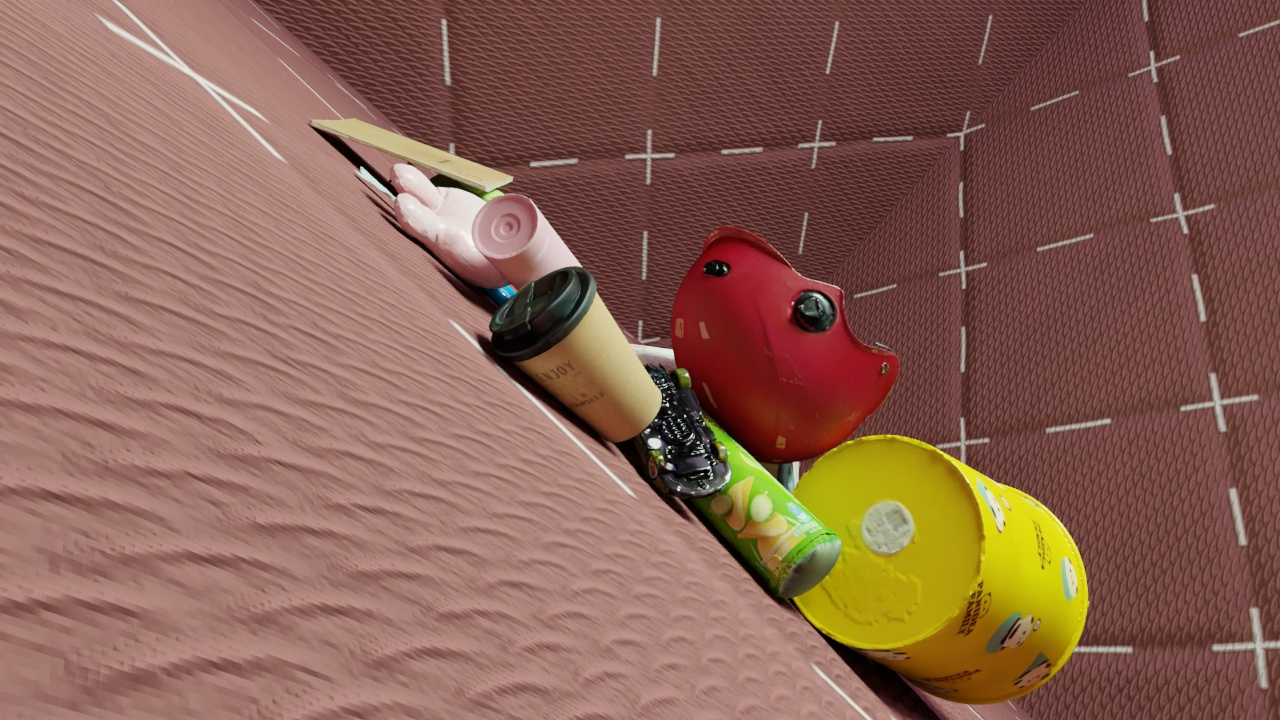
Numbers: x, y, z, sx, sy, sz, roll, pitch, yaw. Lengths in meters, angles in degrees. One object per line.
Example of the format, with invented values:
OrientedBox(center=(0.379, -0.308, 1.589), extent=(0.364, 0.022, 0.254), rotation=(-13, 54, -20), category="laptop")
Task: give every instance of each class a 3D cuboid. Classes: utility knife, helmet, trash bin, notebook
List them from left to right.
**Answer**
OrientedBox(center=(-0.259, -0.242, 1.068), extent=(0.207, 0.008, 0.147), rotation=(20, 16, -2), category="notebook")
OrientedBox(center=(-0.208, -0.126, 0.954), extent=(0.218, 0.018, 0.034), rotation=(42, 16, -7), category="utility knife")
OrientedBox(center=(0.111, 0.004, 0.883), extent=(0.240, 0.143, 0.207), rotation=(47, -21, -10), category="helmet")
OrientedBox(center=(0.268, 0.192, 0.861), extent=(0.255, 0.230, 0.229), rotation=(31, 10, -47), category="trash bin")

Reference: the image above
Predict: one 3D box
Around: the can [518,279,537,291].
OrientedBox(center=(-0.069, -0.015, 0.836), extent=(0.102, 0.057, 0.083), rotation=(45, 1, 41), category="can")

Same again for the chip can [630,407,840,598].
OrientedBox(center=(0.079, 0.112, 0.807), extent=(0.221, 0.072, 0.072), rotation=(44, 3, 35), category="chip can")

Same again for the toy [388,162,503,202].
OrientedBox(center=(-0.196, -0.170, 1.099), extent=(0.226, 0.090, 0.247), rotation=(28, 8, -42), category="toy")

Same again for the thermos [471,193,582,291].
OrientedBox(center=(-0.101, -0.080, 0.896), extent=(0.067, 0.087, 0.198), rotation=(28, -10, 20), category="thermos")

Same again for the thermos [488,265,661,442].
OrientedBox(center=(-0.047, -0.003, 0.708), extent=(0.143, 0.093, 0.093), rotation=(51, -2, -32), category="thermos")

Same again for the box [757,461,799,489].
OrientedBox(center=(0.158, 0.117, 1.096), extent=(0.184, 0.061, 0.089), rotation=(73, 22, -50), category="box")

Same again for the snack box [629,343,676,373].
OrientedBox(center=(-0.006, 0.006, 0.966), extent=(0.155, 0.027, 0.077), rotation=(7, 18, -33), category="snack box")

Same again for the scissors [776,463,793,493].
OrientedBox(center=(0.145, 0.161, 0.932), extent=(0.179, 0.019, 0.143), rotation=(-22, 108, -75), category="scissors")

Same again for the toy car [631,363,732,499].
OrientedBox(center=(0.022, 0.059, 0.778), extent=(0.070, 0.042, 0.158), rotation=(-6, 44, -21), category="toy car")

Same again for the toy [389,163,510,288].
OrientedBox(center=(-0.183, -0.133, 0.908), extent=(0.159, 0.054, 0.121), rotation=(32, 31, -42), category="toy")
